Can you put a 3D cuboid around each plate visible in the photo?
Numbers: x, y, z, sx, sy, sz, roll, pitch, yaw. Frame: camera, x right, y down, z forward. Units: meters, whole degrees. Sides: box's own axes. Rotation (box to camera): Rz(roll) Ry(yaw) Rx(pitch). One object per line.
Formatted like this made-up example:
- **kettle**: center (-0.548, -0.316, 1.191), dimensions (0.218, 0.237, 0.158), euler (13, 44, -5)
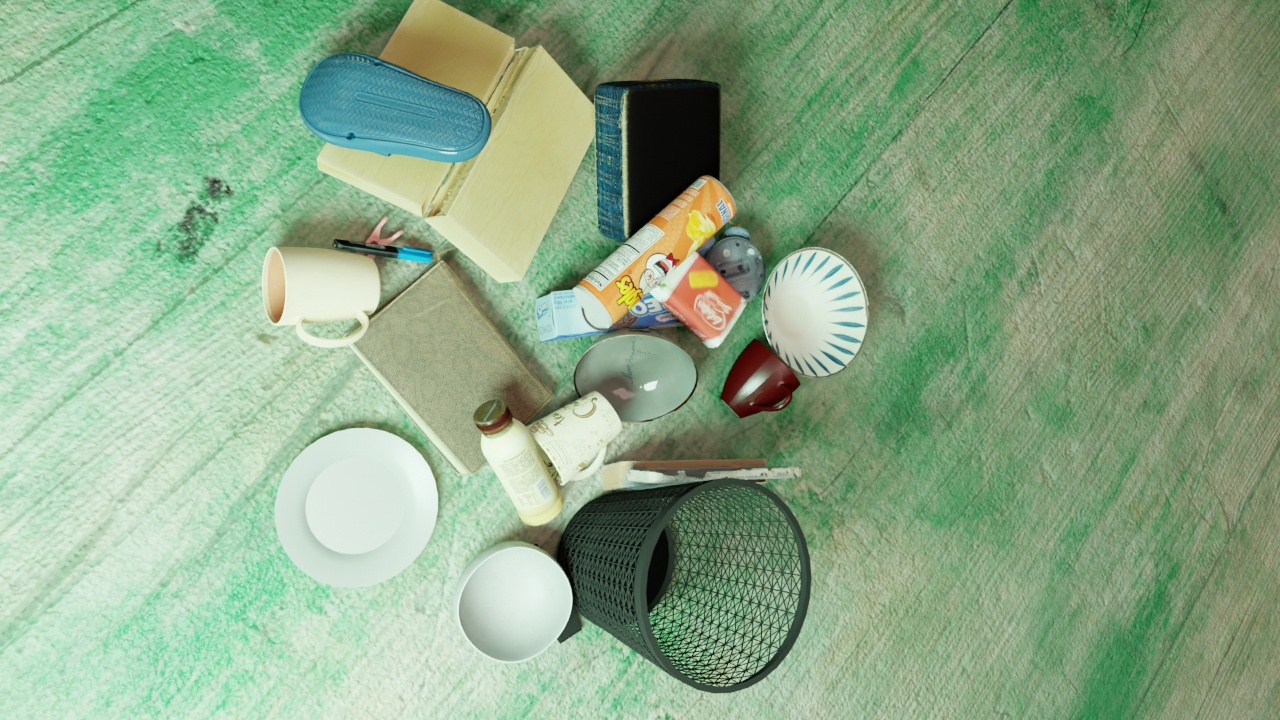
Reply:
- **plate**: center (-0.311, 0.161, 1.009), dimensions (0.172, 0.019, 0.172), euler (1, 88, -27)

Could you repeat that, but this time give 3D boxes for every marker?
- **marker**: center (-0.281, -0.122, 1.010), dimensions (0.122, 0.018, 0.015), euler (3, 119, -49)

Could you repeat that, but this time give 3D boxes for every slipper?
- **slipper**: center (-0.256, -0.251, 0.950), dimensions (0.214, 0.059, 0.103), euler (18, 74, 9)

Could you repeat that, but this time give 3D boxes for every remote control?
- **remote control**: center (-0.110, 0.283, 1.113), dimensions (0.039, 0.010, 0.125), euler (-29, 101, -25)

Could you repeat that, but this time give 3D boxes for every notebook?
- **notebook**: center (-0.203, -0.006, 1.060), dimensions (0.189, 0.035, 0.215), euler (-45, 108, -22)

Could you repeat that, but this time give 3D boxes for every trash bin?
- **trash bin**: center (0.030, 0.239, 1.047), dimensions (0.216, 0.244, 0.217), euler (3, 84, -31)

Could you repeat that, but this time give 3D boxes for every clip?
- **clip**: center (-0.291, -0.132, 1.029), dimensions (0.035, 0.022, 0.057), euler (44, 76, -22)

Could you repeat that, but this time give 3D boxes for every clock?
- **clock**: center (0.113, -0.130, 1.215), dimensions (0.088, 0.052, 0.124), euler (-17, 95, -25)

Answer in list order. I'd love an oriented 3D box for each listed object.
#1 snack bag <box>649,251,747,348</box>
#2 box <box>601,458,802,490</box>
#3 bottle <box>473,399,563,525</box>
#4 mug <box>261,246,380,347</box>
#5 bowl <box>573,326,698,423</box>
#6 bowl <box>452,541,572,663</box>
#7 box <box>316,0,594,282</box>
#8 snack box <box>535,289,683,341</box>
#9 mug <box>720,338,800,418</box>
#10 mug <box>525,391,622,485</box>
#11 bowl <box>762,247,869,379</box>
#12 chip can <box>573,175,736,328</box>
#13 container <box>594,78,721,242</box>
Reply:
- **snack bag**: center (0.072, -0.080, 1.137), dimensions (0.116, 0.036, 0.076), euler (42, 69, -19)
- **box**: center (0.074, 0.138, 1.134), dimensions (0.216, 0.149, 0.042), euler (3, 74, -28)
- **bottle**: center (-0.140, 0.116, 1.045), dimensions (0.056, 0.056, 0.162), euler (-39, 128, -23)
- **mug**: center (-0.330, -0.065, 0.964), dimensions (0.104, 0.085, 0.111), euler (-5, 65, -37)
- **bowl**: center (-0.007, 0.006, 1.126), dimensions (0.150, 0.151, 0.056), euler (26, 36, -24)
- **bowl**: center (-0.150, 0.274, 1.059), dimensions (0.131, 0.064, 0.132), euler (0, 91, -19)
- **box**: center (-0.191, -0.255, 1.037), dimensions (0.261, 0.097, 0.246), euler (29, 67, -17)
- **snack box**: center (-0.016, -0.064, 1.145), dimensions (0.226, 0.060, 0.059), euler (-6, 87, -27)
- **mug**: center (0.156, 0.038, 1.206), dimensions (0.088, 0.114, 0.087), euler (-45, 126, 0)
- **mug**: center (-0.072, 0.101, 1.101), dimensions (0.097, 0.081, 0.122), euler (-35, 137, -18)
- **bowl**: center (0.223, -0.063, 1.258), dimensions (0.177, 0.071, 0.177), euler (1, 89, -27)
- **chip can**: center (0.018, -0.129, 1.081), dimensions (0.210, 0.062, 0.062), euler (-43, 107, -13)
- **container**: center (0.023, -0.246, 1.127), dimensions (0.145, 0.071, 0.187), euler (-13, 113, -30)
